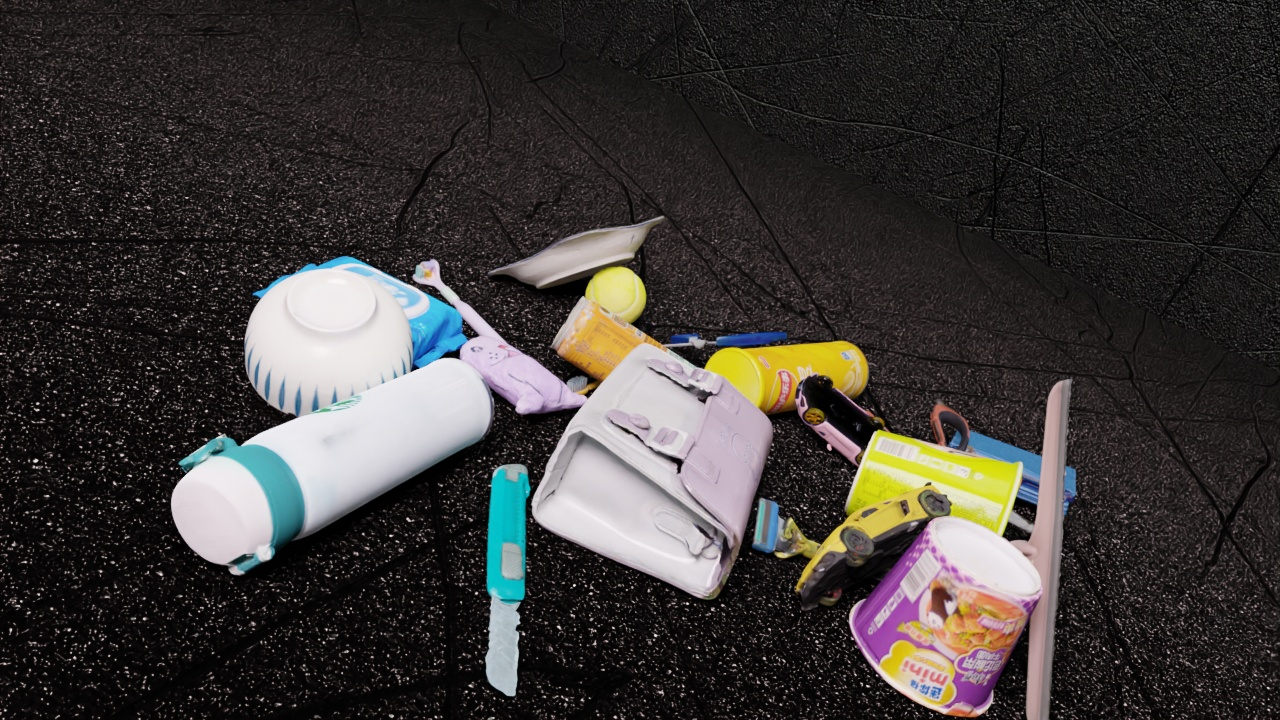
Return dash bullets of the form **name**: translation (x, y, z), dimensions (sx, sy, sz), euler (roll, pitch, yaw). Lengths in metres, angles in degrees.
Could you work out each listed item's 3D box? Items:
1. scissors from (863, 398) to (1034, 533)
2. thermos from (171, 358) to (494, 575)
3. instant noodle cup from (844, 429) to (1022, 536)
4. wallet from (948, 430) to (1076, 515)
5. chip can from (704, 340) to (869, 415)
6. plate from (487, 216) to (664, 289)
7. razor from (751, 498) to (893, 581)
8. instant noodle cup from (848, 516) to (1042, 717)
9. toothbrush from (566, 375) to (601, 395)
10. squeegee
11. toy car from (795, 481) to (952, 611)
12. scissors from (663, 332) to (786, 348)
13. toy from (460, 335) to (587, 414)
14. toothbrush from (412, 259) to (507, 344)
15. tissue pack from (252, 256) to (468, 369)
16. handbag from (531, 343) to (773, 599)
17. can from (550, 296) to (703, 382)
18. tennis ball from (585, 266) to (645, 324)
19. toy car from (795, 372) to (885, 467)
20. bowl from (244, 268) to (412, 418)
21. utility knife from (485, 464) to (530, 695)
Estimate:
- **scissors**: translation (0.302, 0.105, 0.933), dimensions (0.189, 0.015, 0.226), euler (13, 37, 8)
- **thermos**: translation (-0.181, 0.055, 0.569), dimensions (0.073, 0.073, 0.223), euler (29, 24, 15)
- **instant noodle cup**: translation (0.245, 0.117, 0.786), dimensions (0.123, 0.112, 0.111), euler (21, 22, 18)
- **wallet**: translation (0.400, 0.118, 0.994), dimensions (0.133, 0.040, 0.106), euler (21, 20, 21)
- **chip can**: translation (0.156, 0.019, 0.952), dimensions (0.212, 0.072, 0.072), euler (-4, 35, -48)
- **plate**: translation (-0.064, -0.110, 0.988), dimensions (0.164, 0.034, 0.163), euler (-16, 3, 39)
- **razor**: translation (0.149, 0.152, 0.719), dimensions (0.142, 0.022, 0.042), euler (22, 57, -13)
- **instant noodle cup**: translation (0.219, 0.171, 0.642), dimensions (0.111, 0.099, 0.111), euler (20, 23, -9)
- **toothbrush**: translation (-0.020, 0.008, 0.881), dimensions (0.016, 0.018, 0.190), euler (15, 19, 25)
- **squeegee**: translation (0.319, 0.159, 0.751), dimensions (0.040, 0.247, 0.249), euler (3, -11, 23)
- **toy car**: translation (0.171, 0.134, 0.678), dimensions (0.155, 0.071, 0.041), euler (-17, 51, -34)
- **scissors**: translation (0.064, -0.019, 0.946), dimensions (0.173, 0.012, 0.162), euler (-5, 5, -18)
- **toy**: translation (-0.107, 0.014, 0.762), dimensions (0.108, 0.039, 0.083), euler (35, 20, 26)
- **toothbrush**: translation (-0.158, -0.041, 0.861), dimensions (0.189, 0.029, 0.021), euler (41, -8, 35)
- **tissue pack**: translation (-0.226, -0.040, 0.753), dimensions (0.157, 0.052, 0.094), euler (25, 23, 5)
- **handbag**: translation (0.022, 0.072, 0.692), dimensions (0.145, 0.099, 0.196), euler (30, 24, 3)
- **can**: translation (-0.005, 0.005, 0.816), dimensions (0.146, 0.058, 0.058), euler (33, 22, -7)
- **tennis ball**: translation (-0.026, -0.067, 0.977), dimensions (0.065, 0.066, 0.065), euler (19, 23, -9)
- **toy car**: translation (0.197, 0.063, 0.903), dimensions (0.122, 0.037, 0.056), euler (39, 47, -14)
- **bowl**: translation (-0.219, -0.022, 0.649), dimensions (0.116, 0.066, 0.116), euler (9, 51, -11)
- **utility knife**: translation (-0.083, 0.124, 0.577), dimensions (0.029, 0.013, 0.222), euler (16, 24, -15)
